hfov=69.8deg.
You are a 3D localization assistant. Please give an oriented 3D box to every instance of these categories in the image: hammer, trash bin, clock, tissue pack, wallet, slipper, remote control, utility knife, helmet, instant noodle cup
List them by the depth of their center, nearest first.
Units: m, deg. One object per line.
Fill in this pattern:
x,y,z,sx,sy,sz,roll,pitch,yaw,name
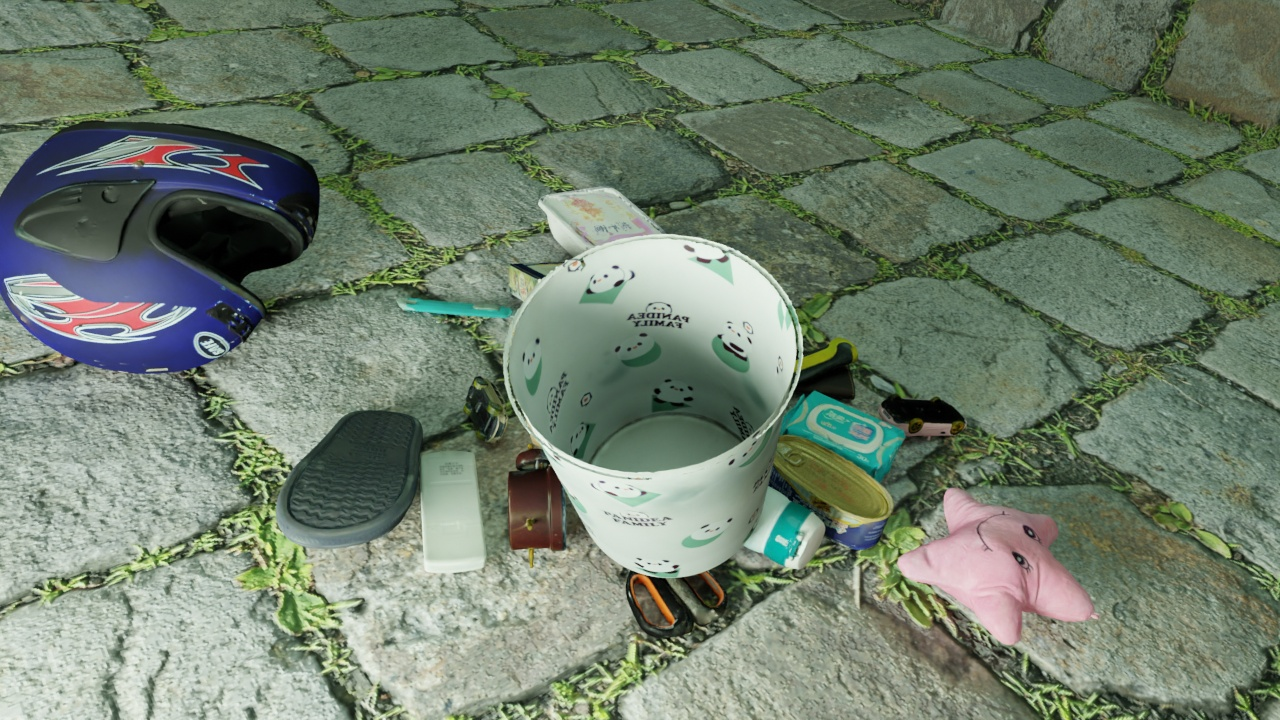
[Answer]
0.018,0.057,0.802,0.229,0.252,0.229,-3,56,4,trash bin
-0.266,0.126,0.877,0.110,0.083,0.268,7,17,-6,slipper
-0.100,0.135,0.889,0.055,0.082,0.121,-3,40,-7,clock
-0.186,0.146,0.903,0.058,0.021,0.150,-1,37,-14,remote control
-0.514,-0.106,0.986,0.315,0.247,0.240,1,76,-3,helmet
0.224,0.091,1.045,0.133,0.050,0.093,23,39,19,tissue pack
0.132,0.037,1.095,0.322,0.032,0.126,-19,46,-26,hammer
0.209,0.013,1.177,0.122,0.020,0.096,7,32,-2,wallet
-0.207,-0.067,1.196,0.223,0.013,0.029,5,36,-6,utility knife
-0.060,-0.190,1.359,0.137,0.060,0.173,-15,43,-29,instant noodle cup

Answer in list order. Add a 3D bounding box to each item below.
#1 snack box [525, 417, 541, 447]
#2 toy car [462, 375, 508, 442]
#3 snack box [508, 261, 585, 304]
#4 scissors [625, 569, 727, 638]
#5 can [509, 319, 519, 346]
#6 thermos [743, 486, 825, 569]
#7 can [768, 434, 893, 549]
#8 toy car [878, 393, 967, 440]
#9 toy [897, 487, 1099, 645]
-0.061,0.048,0.994,0.093,0.077,0.094,17,52,18,snack box
-0.168,0.055,1.014,0.035,0.042,0.090,11,25,-32,toy car
-0.065,-0.099,1.188,0.177,0.046,0.182,-4,14,-18,snack box
-0.015,0.179,0.896,0.235,0.022,0.142,30,41,26,scissors
-0.093,-0.033,1.142,0.132,0.053,0.053,-9,40,-24,can
0.079,0.137,0.940,0.224,0.073,0.073,27,39,22,thermos
0.195,0.139,0.975,0.148,0.049,0.074,32,41,29,can
0.341,0.071,1.114,0.122,0.037,0.056,4,37,-29,toy car
0.365,0.200,0.907,0.178,0.075,0.194,30,40,26,toy
